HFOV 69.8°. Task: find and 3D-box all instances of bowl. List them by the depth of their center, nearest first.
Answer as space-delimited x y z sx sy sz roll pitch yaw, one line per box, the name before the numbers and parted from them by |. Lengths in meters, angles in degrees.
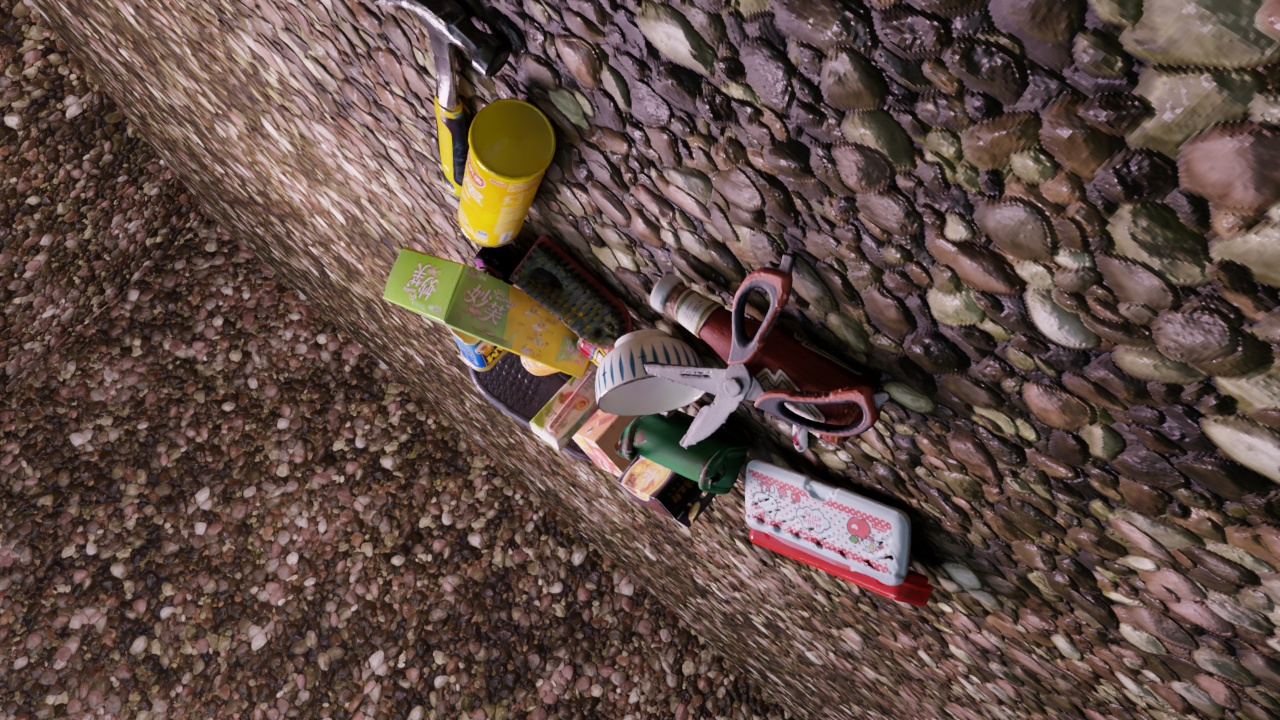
bowl | 0.008 0.008 0.953 0.116 0.116 0.066 87 174 -68

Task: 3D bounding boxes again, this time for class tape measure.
tape measure | -0.176 -0.118 1.135 0.058 0.039 0.057 18 152 54

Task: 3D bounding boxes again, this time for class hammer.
hammer | -0.179 -0.236 0.856 0.126 0.031 0.324 41 164 3

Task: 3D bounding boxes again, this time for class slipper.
slipper | -0.157 0.059 1.431 0.268 0.110 0.083 39 167 -3

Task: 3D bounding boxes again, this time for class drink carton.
drink carton | -0.091 0.061 1.252 0.053 0.122 0.045 37 162 18

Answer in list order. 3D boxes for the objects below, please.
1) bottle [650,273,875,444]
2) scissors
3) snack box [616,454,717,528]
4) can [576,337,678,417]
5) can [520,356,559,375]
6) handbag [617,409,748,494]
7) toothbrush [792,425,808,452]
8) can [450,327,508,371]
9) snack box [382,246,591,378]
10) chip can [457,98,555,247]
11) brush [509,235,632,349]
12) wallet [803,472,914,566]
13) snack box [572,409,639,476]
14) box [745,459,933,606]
bottle | 0.095 -0.008 0.763 0.206 0.059 0.060 35 163 23
scissors | 0.091 0.015 0.723 0.189 0.015 0.226 39 133 19
snack box | 0.047 0.138 1.151 0.053 0.113 0.126 49 162 -24
can | -0.006 0.006 1.040 0.133 0.053 0.053 38 163 14
can | -0.122 -0.012 1.250 0.058 0.058 0.146 45 163 -11
handbag | 0.048 0.105 1.043 0.131 0.068 0.120 23 -168 22
toothbrush | 0.147 0.047 0.861 0.016 0.017 0.188 34 161 26
can | -0.216 -0.046 1.303 0.057 0.102 0.083 37 162 18
snack box | -0.172 -0.055 1.080 0.210 0.070 0.158 24 177 -42
chip can | -0.129 -0.166 0.853 0.072 0.072 0.214 43 164 -4
brush | -0.068 -0.067 0.997 0.146 0.063 0.069 40 -166 2
wallet | 0.232 0.172 0.985 0.115 0.020 0.101 19 151 46
snack box | -0.041 0.110 1.343 0.094 0.077 0.093 16 150 55
box | 0.199 0.188 0.964 0.201 0.073 0.154 15 144 43
